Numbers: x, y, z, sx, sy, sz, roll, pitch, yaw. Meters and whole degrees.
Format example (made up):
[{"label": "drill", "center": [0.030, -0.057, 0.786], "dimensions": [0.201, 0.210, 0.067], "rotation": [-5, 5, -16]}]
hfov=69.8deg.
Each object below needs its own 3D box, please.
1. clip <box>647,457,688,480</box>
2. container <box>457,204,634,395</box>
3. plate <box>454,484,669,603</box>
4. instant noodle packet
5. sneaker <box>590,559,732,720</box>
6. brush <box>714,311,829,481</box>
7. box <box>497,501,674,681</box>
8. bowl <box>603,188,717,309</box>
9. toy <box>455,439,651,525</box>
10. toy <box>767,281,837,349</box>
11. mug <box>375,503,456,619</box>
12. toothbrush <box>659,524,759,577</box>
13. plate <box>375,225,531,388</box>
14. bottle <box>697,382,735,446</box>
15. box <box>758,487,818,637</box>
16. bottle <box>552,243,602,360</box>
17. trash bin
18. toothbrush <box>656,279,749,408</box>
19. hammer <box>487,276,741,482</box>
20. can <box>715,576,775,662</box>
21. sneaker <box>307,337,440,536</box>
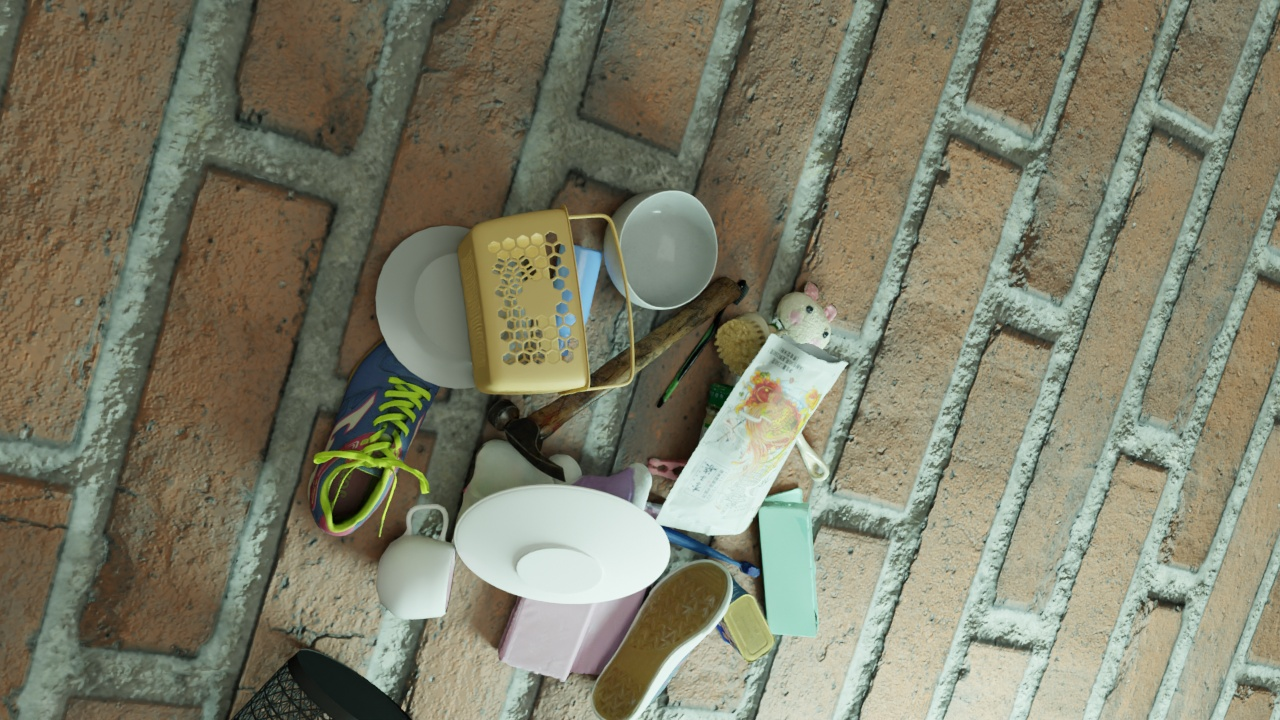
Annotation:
[{"label": "clip", "center": [0.036, 0.129, 1.121], "dimensions": [0.057, 0.022, 0.035], "rotation": [13, 99, -23]}, {"label": "container", "center": [-0.088, -0.057, 0.931], "dimensions": [0.166, 0.129, 0.183], "rotation": [-6, 87, -21]}, {"label": "plate", "center": [-0.084, 0.210, 0.967], "dimensions": [0.229, 0.030, 0.230], "rotation": [2, 136, 2]}, {"label": "instant noodle packet", "center": [0.135, 0.099, 1.090], "dimensions": [0.146, 0.057, 0.269], "rotation": [17, 110, -34]}, {"label": "sneaker", "center": [0.028, 0.348, 1.140], "dimensions": [0.235, 0.087, 0.079], "rotation": [-50, 157, -10]}, {"label": "brush", "center": [0.172, 0.053, 1.145], "dimensions": [0.077, 0.062, 0.272], "rotation": [-49, 121, -32]}, {"label": "box", "center": [-0.054, 0.269, 1.096], "dimensions": [0.180, 0.055, 0.233], "rotation": [18, 93, -26]}, {"label": "bowl", "center": [0.016, -0.126, 1.031], "dimensions": [0.131, 0.064, 0.132], "rotation": [-6, 103, -31]}, {"label": "toy", "center": [-0.097, 0.165, 1.011], "dimensions": [0.209, 0.085, 0.137], "rotation": [8, 94, 0]}, {"label": "toy", "center": [0.200, -0.045, 1.141], "dimensions": [0.112, 0.050, 0.087], "rotation": [-41, 113, -16]}, {"label": "mug", "center": [-0.240, 0.215, 0.989], "dimensions": [0.076, 0.090, 0.123], "rotation": [8, 80, -6]}, {"label": "toothbrush", "center": [0.084, 0.239, 1.148], "dimensions": [0.190, 0.017, 0.016], "rotation": [30, 82, -34]}, {"label": "plate", "center": [-0.187, -0.057, 0.958], "dimensions": [0.172, 0.019, 0.172], "rotation": [5, 81, -33]}, {"label": "bottle", "center": [0.095, 0.084, 1.124], "dimensions": [0.042, 0.043, 0.110], "rotation": [9, 98, -24]}, {"label": "box", "center": [0.196, 0.263, 1.212], "dimensions": [0.077, 0.079, 0.189], "rotation": [-3, 105, 19]}, {"label": "bottle", "center": [-0.079, -0.062, 1.018], "dimensions": [0.048, 0.048, 0.131], "rotation": [11, 96, -24]}, {"label": "trash bin", "center": [-0.361, 0.444, 0.925], "dimensions": [0.217, 0.217, 0.243], "rotation": [43, 76, -24]}, {"label": "toothbrush", "center": [0.076, -0.019, 1.111], "dimensions": [0.017, 0.014, 0.188], "rotation": [37, 86, -32]}, {"label": "hammer", "center": [-0.006, 0.006, 1.035], "dimensions": [0.329, 0.120, 0.033], "rotation": [-36, 146, -22]}, {"label": "can", "center": [0.127, 0.333, 1.179], "dimensions": [0.054, 0.059, 0.100], "rotation": [-32, 112, -14]}, {"label": "sneaker", "center": [-0.259, 0.071, 0.947], "dimensions": [0.116, 0.091, 0.241], "rotation": [28, 88, -22]}]
